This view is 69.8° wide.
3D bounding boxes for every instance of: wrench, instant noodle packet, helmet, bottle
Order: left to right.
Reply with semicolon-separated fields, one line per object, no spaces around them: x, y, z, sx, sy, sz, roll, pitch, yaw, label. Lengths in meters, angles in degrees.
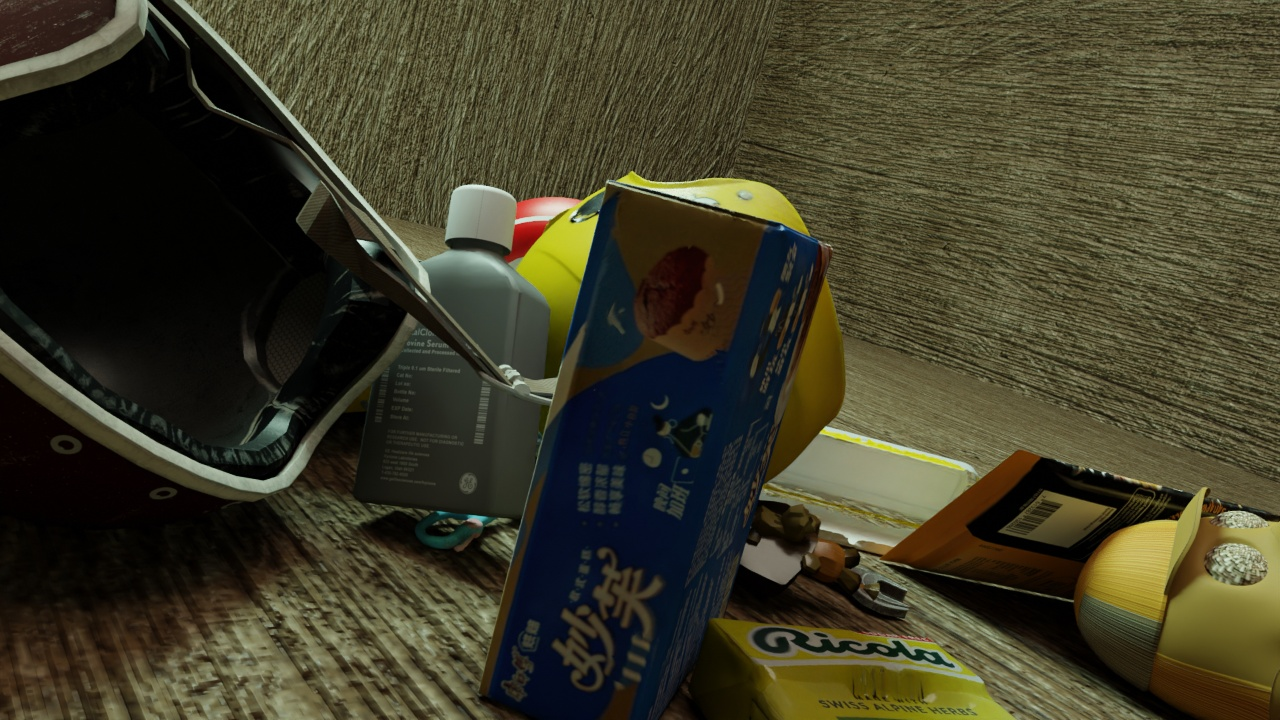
-0.203;-0.045;0.402;0.234;0.253;0.233;47;-4;38;helmet
-0.095;-0.007;0.493;0.084;0.173;0.046;3;-10;19;bottle
-0.003;0.003;0.569;0.240;0.209;0.139;3;33;32;helmet
0.057;0.102;0.629;0.273;0.010;0.070;25;12;28;wrench
0.301;0.124;0.625;0.220;0.160;0.032;14;52;-12;instant noodle packet

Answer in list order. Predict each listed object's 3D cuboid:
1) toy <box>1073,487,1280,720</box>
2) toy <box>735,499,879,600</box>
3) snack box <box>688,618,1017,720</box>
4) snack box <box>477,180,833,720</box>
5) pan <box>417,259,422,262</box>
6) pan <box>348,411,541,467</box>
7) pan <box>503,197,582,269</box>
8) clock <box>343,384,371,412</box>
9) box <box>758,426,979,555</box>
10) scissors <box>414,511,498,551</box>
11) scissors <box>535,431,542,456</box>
0.358;0.144;0.517;0.204;0.163;0.198;8;19;32;toy
0.094;0.113;0.536;0.100;0.063;0.076;21;28;1;toy
0.106;0.155;0.332;0.121;0.045;0.181;12;9;-21;snack box
0.016;0.037;0.399;0.069;0.203;0.154;18;10;17;snack box
-0.164;-0.055;0.676;0.204;0.044;0.355;17;2;34;pan
-0.082;0.063;0.669;0.198;0.021;0.357;7;13;-44;pan
-0.017;-0.014;0.908;0.356;0.209;0.067;38;36;-17;pan
-0.213;-0.003;0.659;0.113;0.052;0.151;5;17;-6;clock
0.165;0.096;0.704;0.209;0.080;0.079;16;7;-6;box
-0.061;0.091;0.526;0.136;0.015;0.134;18;19;19;scissors
-0.116;0.033;0.668;0.138;0.028;0.170;5;14;-37;scissors
